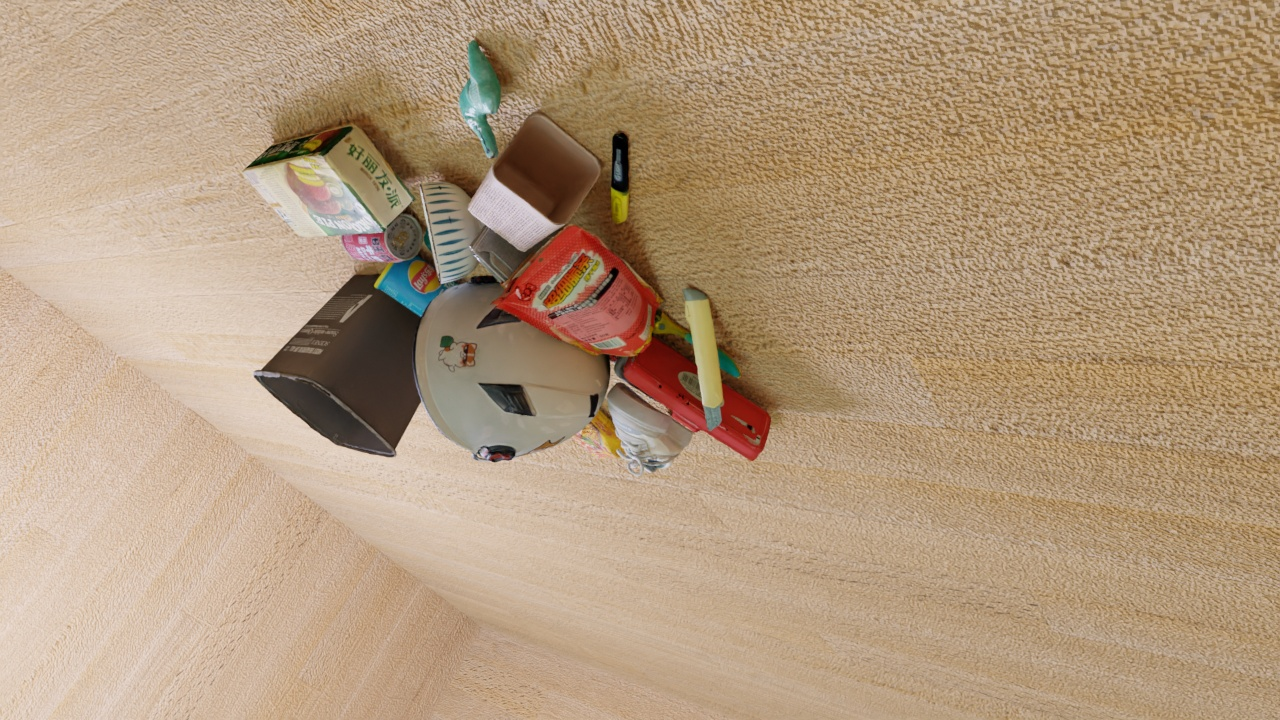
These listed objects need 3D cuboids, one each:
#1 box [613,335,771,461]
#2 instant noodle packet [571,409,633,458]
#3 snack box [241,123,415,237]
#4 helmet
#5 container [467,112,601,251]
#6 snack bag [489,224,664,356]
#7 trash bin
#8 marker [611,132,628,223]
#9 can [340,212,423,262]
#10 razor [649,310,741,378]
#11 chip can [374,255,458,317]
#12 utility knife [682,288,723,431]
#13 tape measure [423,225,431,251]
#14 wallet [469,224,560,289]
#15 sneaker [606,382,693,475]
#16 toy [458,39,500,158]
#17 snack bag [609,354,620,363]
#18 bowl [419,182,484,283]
[{"bbox_3d":[0.057,0.059,1.147,0.201,0.094,0.100,33,134,-8],"label":"box"},{"bbox_3d":[-0.078,0.110,1.441,0.128,0.044,0.111,42,155,-24],"label":"instant noodle packet"},{"bbox_3d":[-0.389,-0.215,1.129,0.241,0.063,0.114,5,139,46],"label":"snack box"},{"bbox_3d":[-0.129,0.006,1.114,0.157,0.230,0.273,-9,168,25],"label":"helmet"},{"bbox_3d":[-0.112,-0.174,0.933,0.090,0.090,0.111,37,156,-15],"label":"container"},{"bbox_3d":[-0.058,-0.067,0.993,0.207,0.129,0.073,32,-156,-56],"label":"snack bag"},{"bbox_3d":[-0.417,-0.001,1.384,0.199,0.219,0.198,5,146,40],"label":"trash bin"},{"bbox_3d":[-0.021,-0.180,0.912,0.018,0.015,0.124,21,151,10],"label":"marker"},{"bbox_3d":[-0.335,-0.161,1.194,0.094,0.066,0.066,7,146,37],"label":"can"},{"bbox_3d":[0.064,-0.018,1.093,0.132,0.028,0.043,31,125,4],"label":"razor"},{"bbox_3d":[-0.260,-0.071,1.274,0.210,0.071,0.071,35,153,-13],"label":"chip can"},{"bbox_3d":[0.074,0.002,1.052,0.031,0.019,0.183,-6,109,9],"label":"utility knife"},{"bbox_3d":[-0.252,-0.149,1.180,0.058,0.025,0.055,33,152,-5],"label":"tape measure"},{"bbox_3d":[-0.119,-0.113,1.022,0.037,0.106,0.129,-12,132,48],"label":"wallet"},{"bbox_3d":[-0.002,0.098,1.205,0.089,0.090,0.242,33,177,23],"label":"sneaker"},{"bbox_3d":[-0.154,-0.248,0.889,0.092,0.030,0.096,-16,95,67],"label":"toy"},{"bbox_3d":[-0.007,0.007,1.210,0.105,0.026,0.045,37,151,-17],"label":"snack bag"},{"bbox_3d":[-0.213,-0.152,1.068,0.066,0.116,0.117,-12,156,-13],"label":"bowl"}]
